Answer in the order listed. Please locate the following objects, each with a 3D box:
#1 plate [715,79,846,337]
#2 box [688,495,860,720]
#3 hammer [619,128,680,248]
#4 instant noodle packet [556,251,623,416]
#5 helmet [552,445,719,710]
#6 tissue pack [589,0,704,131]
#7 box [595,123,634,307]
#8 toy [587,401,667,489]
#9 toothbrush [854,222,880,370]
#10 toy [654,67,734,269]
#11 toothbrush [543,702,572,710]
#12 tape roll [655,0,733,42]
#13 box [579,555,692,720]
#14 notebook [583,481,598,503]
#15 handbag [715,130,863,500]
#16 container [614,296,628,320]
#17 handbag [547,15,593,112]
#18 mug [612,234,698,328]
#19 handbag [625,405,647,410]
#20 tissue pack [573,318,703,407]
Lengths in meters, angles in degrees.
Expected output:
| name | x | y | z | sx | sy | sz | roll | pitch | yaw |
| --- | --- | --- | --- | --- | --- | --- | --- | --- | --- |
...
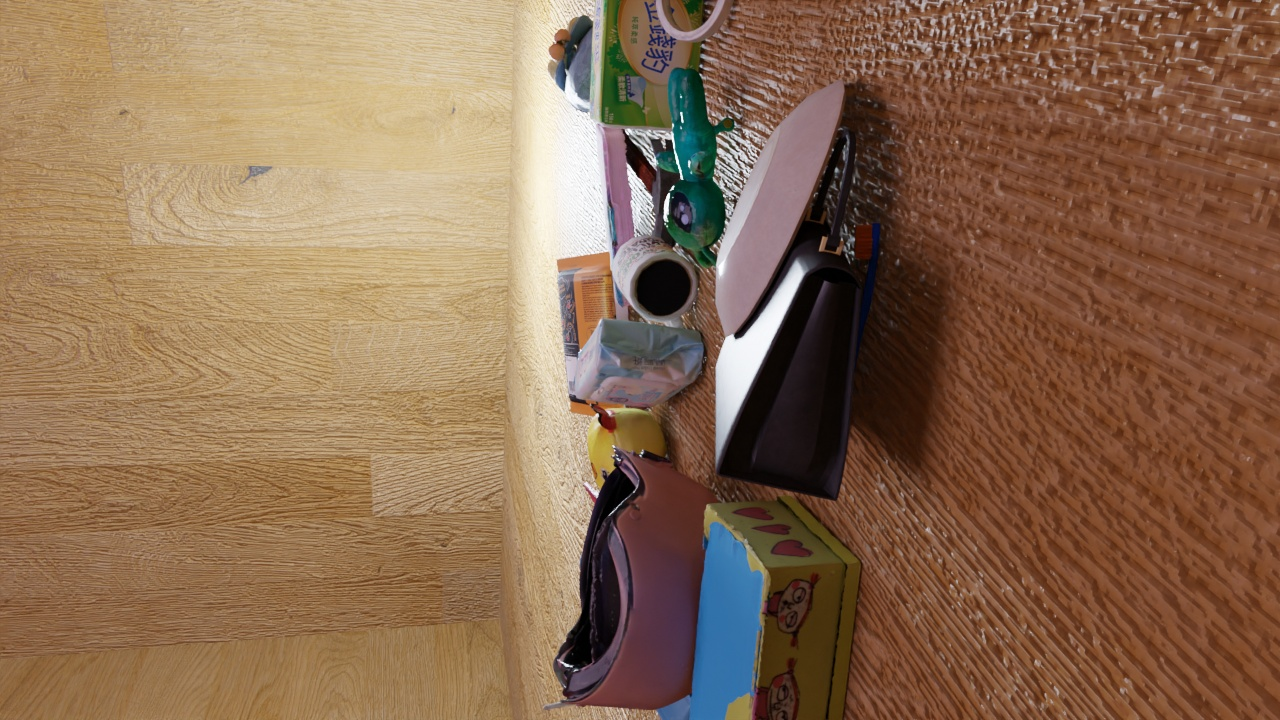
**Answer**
| name | x | y | z | sx | sy | sz | roll | pitch | yaw |
| --- | --- | --- | --- | --- | --- | --- | --- | --- | --- |
| plate | 0.086 | -0.107 | 0.636 | 0.189 | 0.027 | 0.188 | -161 | 94 | -87 |
| box | 0.094 | 0.224 | 0.687 | 0.124 | 0.080 | 0.221 | -142 | 55 | -69 |
| hammer | 0.001 | -0.244 | 1.146 | 0.300 | 0.028 | 0.111 | -115 | 27 | -60 |
| instant noodle packet | -0.069 | -0.032 | 1.243 | 0.160 | 0.032 | 0.221 | 4 | 100 | 60 |
| helmet | 0.012 | 0.202 | 0.848 | 0.255 | 0.152 | 0.230 | -167 | 88 | -80 |
| tissue pack | -0.001 | -0.349 | 0.979 | 0.141 | 0.120 | 0.198 | -122 | 40 | -67 |
| box | -0.034 | -0.204 | 1.210 | 0.159 | 0.035 | 0.231 | -109 | 12 | -63 |
| toy | -0.012 | 0.137 | 1.112 | 0.133 | 0.092 | 0.208 | -121 | 21 | -60 |
| toothbrush | 0.138 | -0.004 | 0.613 | 0.016 | 0.018 | 0.183 | -71 | -12 | -65 |
| toy | 0.055 | -0.173 | 0.855 | 0.130 | 0.072 | 0.193 | -124 | 26 | -69 |
| toothbrush | -0.002 | 0.313 | 0.868 | 0.010 | 0.181 | 0.010 | -132 | 37 | -66 |
| tape roll | 0.051 | -0.349 | 0.865 | 0.093 | 0.013 | 0.093 | 8 | 102 | 46 |
| box | -0.006 | 0.321 | 1.049 | 0.231 | 0.033 | 0.175 | 54 | 149 | 31 |
| notebook | -0.013 | 0.229 | 1.119 | 0.153 | 0.012 | 0.209 | 60 | 170 | -9 |
| handbag | 0.104 | -0.045 | 0.576 | 0.175 | 0.072 | 0.196 | -77 | -1 | -69 |
| container | -0.053 | -0.066 | 1.329 | 0.129 | 0.049 | 0.080 | 167 | 101 | -76 |
| handbag | -0.060 | -0.379 | 1.165 | 0.122 | 0.118 | 0.192 | -57 | 19 | 11 |
| mug | 0.020 | -0.078 | 1.004 | 0.089 | 0.073 | 0.105 | -123 | 9 | -66 |
| handbag | -0.010 | 0.064 | 1.228 | 0.120 | 0.029 | 0.055 | 103 | 160 | -62 |
| tissue pack | -0.006 | 0.006 | 1.007 | 0.182 | 0.112 | 0.070 | 137 | 140 | -73 |
